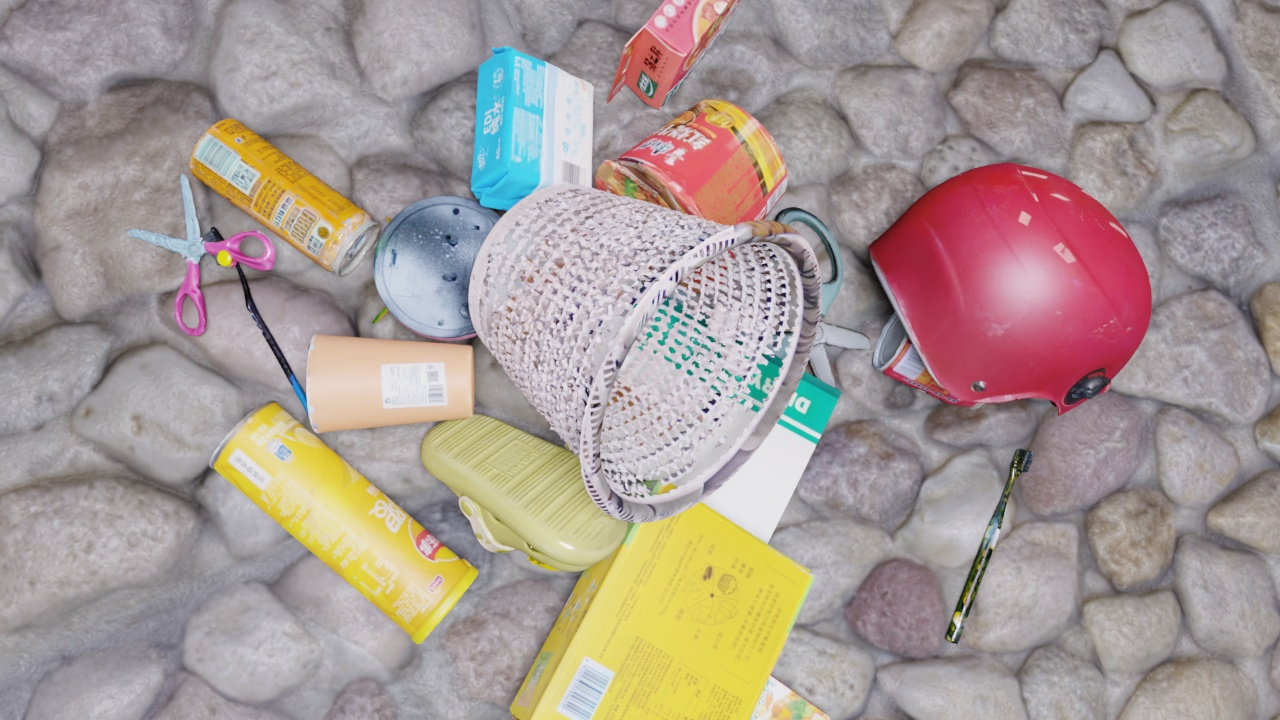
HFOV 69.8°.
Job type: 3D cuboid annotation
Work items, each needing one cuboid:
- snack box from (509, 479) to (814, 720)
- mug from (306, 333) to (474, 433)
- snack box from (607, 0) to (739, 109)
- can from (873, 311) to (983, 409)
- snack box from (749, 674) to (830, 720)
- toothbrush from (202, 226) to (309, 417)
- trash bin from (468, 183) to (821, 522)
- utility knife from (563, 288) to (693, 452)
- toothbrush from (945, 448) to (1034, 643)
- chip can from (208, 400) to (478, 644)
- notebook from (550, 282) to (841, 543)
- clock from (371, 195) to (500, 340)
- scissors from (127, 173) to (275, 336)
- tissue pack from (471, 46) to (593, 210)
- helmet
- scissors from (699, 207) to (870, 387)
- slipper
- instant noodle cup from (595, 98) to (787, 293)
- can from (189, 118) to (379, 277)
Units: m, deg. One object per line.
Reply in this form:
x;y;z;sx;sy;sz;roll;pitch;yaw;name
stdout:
0.020;0.220;0.715;0.157;0.070;0.209;33;72;-12;snack box
-0.195;0.017;0.728;0.122;0.078;0.078;-1;82;-7;mug
0.033;-0.274;0.782;0.044;0.113;0.127;38;80;-3;snack box
0.261;-0.003;0.802;0.094;0.066;0.066;24;80;-4;can
0.082;0.336;0.752;0.077;0.027;0.155;35;79;-1;snack box
-0.310;-0.026;0.752;0.016;0.014;0.189;-28;88;-10;toothbrush
-0.013;-0.027;0.667;0.192;0.227;0.227;34;76;35;trash bin
-0.005;0.005;0.793;0.031;0.022;0.212;35;75;-6;utility knife
0.310;0.163;0.812;0.012;0.017;0.185;28;80;-11;toothbrush
-0.229;0.126;0.713;0.213;0.072;0.072;40;79;-1;chip can
0.050;0.042;0.781;0.209;0.012;0.150;28;81;-3;notebook
-0.138;-0.069;0.759;0.158;0.060;0.117;7;80;-6;clock
-0.358;-0.082;0.742;0.133;0.017;0.135;14;96;9;scissors
-0.091;-0.184;0.763;0.089;0.063;0.140;11;73;-41;tissue pack
0.325;-0.073;0.747;0.239;0.144;0.206;5;49;-22;helmet
0.126;-0.059;0.816;0.170;0.019;0.179;7;80;-6;scissors
-0.093;0.110;0.722;0.191;0.082;0.091;28;41;27;slipper
0.048;-0.140;0.764;0.138;0.138;0.108;45;70;0;instant noodle cup
-0.288;-0.132;0.746;0.146;0.058;0.058;36;79;-2;can
